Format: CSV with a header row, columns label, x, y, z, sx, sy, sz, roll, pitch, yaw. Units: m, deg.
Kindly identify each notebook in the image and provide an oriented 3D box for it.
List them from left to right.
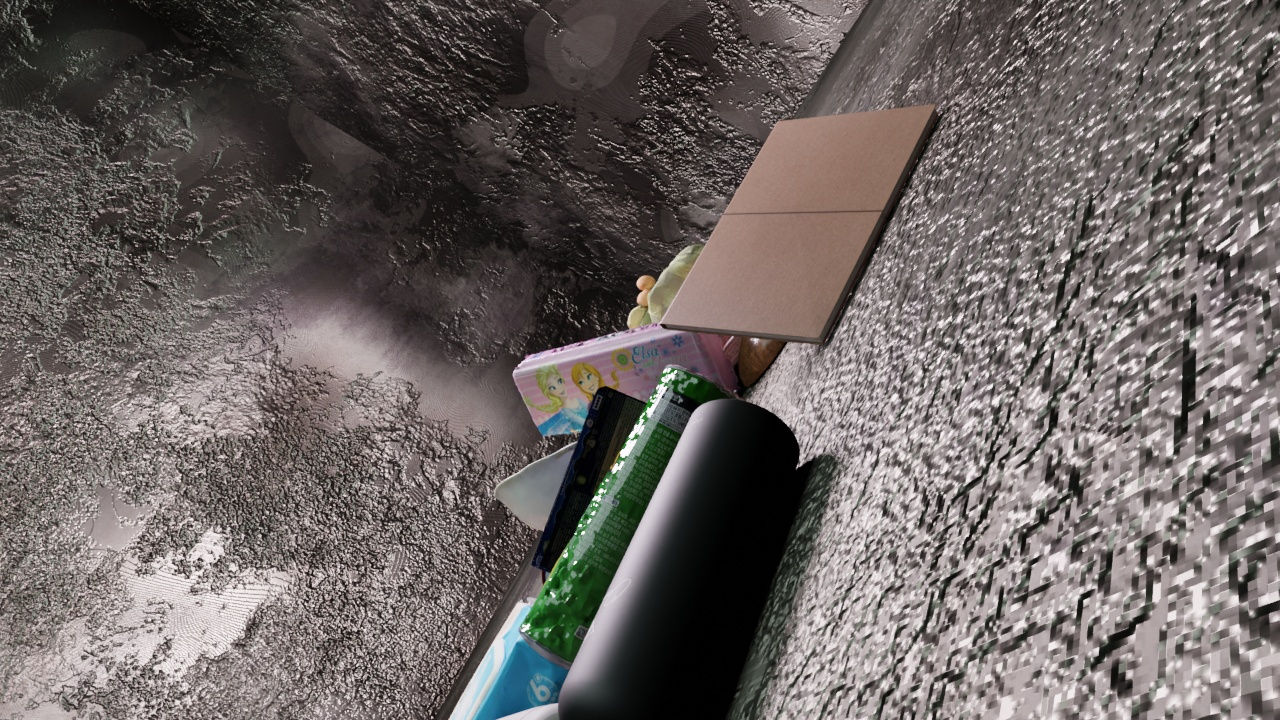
label,x,y,z,sx,sy,sz,roll,pitch,yaw
notebook,0.114,-0.103,0.668,0.142,0.008,0.208,8,60,45

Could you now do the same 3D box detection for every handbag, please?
label,x,y,z,sx,sy,sz,roll,pitch,yaw
handbag,0.042,-0.058,1.062,0.113,0.117,0.187,-52,-27,-27

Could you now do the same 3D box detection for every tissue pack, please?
label,x,y,z,sx,sy,sz,roll,pitch,yaw
tissue pack,-0.117,0.300,0.747,0.209,0.066,0.117,-61,10,-4

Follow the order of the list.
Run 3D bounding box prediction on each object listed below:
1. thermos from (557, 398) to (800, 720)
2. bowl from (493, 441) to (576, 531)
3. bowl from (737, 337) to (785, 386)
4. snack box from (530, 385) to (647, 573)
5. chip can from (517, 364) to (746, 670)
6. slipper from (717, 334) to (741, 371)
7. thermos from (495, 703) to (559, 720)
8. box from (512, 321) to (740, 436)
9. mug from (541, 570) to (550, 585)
label,x,y,z,sx,sy,sz,roll,pitch,yaw
thermos,0.012,0.118,0.410,0.230,0.061,0.061,-61,3,-40
bowl,-0.043,0.123,0.888,0.188,0.060,0.220,-17,-16,-17
bowl,0.107,-0.032,0.770,0.114,0.026,0.102,-60,2,-31
snack box,-0.019,0.103,0.717,0.027,0.082,0.150,-23,44,68
chip can,-0.003,0.115,0.659,0.223,0.075,0.075,-60,2,-10
slipper,0.095,-0.059,0.941,0.094,0.064,0.238,-57,1,42
thermos,-0.069,0.249,0.580,0.052,0.052,0.225,-60,2,-28
box,-0.004,0.004,0.869,0.231,0.085,0.096,-13,17,38
mug,-0.043,0.185,0.785,0.082,0.073,0.106,-71,-16,-80
